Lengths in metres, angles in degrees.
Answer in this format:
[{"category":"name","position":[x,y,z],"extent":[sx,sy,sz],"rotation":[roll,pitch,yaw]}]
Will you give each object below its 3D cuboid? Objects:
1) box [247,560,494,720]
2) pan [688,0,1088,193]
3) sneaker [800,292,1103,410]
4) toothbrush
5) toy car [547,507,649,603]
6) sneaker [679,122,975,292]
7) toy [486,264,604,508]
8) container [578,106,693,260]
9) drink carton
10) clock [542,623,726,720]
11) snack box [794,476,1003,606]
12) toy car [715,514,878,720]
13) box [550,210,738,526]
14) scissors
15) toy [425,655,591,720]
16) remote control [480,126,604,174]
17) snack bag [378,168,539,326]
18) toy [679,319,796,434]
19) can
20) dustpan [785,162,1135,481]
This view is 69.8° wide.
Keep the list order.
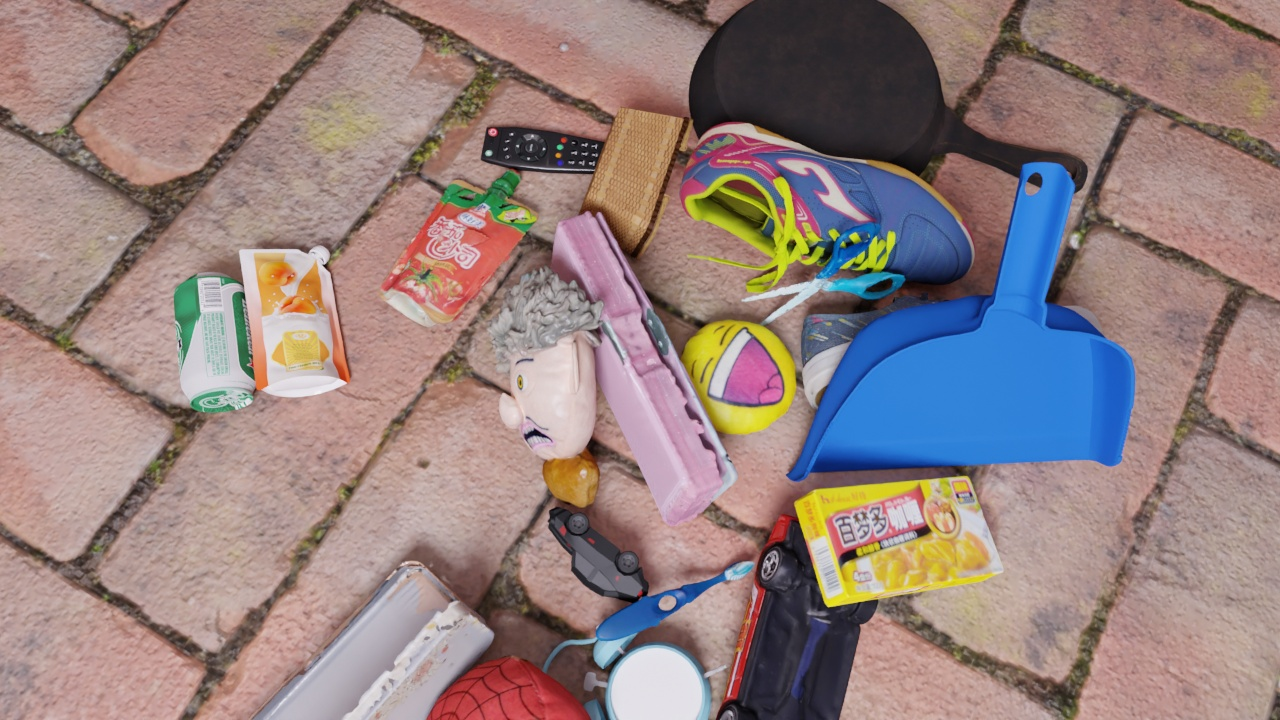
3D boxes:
[{"category":"box","position":[-0.201,0.231,0.601],"extent":[0.108,0.095,0.216],"rotation":[32,70,35]},{"category":"pan","position":[0.219,-0.218,0.800],"extent":[0.356,0.043,0.248],"rotation":[19,70,4]},{"category":"sneaker","position":[0.236,-0.021,0.710],"extent":[0.235,0.088,0.079],"rotation":[-8,59,-4]},{"category":"toothbrush","position":[0.027,0.166,0.643],"extent":[0.132,0.016,0.021],"rotation":[-17,73,-29]},{"category":"toy car","position":[-0.034,0.142,0.656],"extent":[0.092,0.042,0.036],"rotation":[36,69,10]},{"category":"sneaker","position":[0.145,-0.101,0.727],"extent":[0.242,0.116,0.090],"rotation":[21,52,0]},{"category":"toy","position":[-0.068,0.022,0.666],"extent":[0.076,0.133,0.176],"rotation":[-11,86,-21]},{"category":"container","position":[-0.006,-0.149,0.748],"extent":[0.061,0.063,0.113],"rotation":[21,70,-8]},{"category":"drink carton","position":[-0.269,-0.036,0.713],"extent":[0.069,0.039,0.122],"rotation":[-5,67,-31]},{"category":"clock","position":[-0.008,0.227,0.631],"extent":[0.123,0.042,0.087],"rotation":[10,69,7]},{"category":"snack box","position":[0.184,0.125,0.647],"extent":[0.152,0.025,0.075],"rotation":[0,63,-29]},{"category":"toy car","position":[0.104,0.204,0.626],"extent":[0.081,0.056,0.189],"rotation":[24,67,-13]},{"category":"box","position":[-0.003,0.004,0.684],"extent":[0.046,0.098,0.232],"rotation":[-21,71,-17]},{"category":"scissors","position":[0.136,-0.067,0.706],"extent":[0.134,0.103,0.015],"rotation":[-11,51,8]},{"category":"toy","position":[-0.094,0.294,0.563],"extent":[0.148,0.098,0.216],"rotation":[-5,64,41]},{"category":"remote control","position":[-0.073,-0.178,0.790],"extent":[0.125,0.010,0.039],"rotation":[7,70,0]},{"category":"snack bag","position":[-0.142,-0.098,0.747],"extent":[0.087,0.044,0.154],"rotation":[24,64,18]},{"category":"toy","position":[0.075,0.012,0.710],"extent":[0.094,0.041,0.095],"rotation":[30,68,4]},{"category":"can","position":[-0.322,-0.015,0.696],"extent":[0.053,0.053,0.101],"rotation":[-13,70,-7]},{"category":"dustpan","position":[0.234,-0.013,0.620],"extent":[0.245,0.258,0.059],"rotation":[-2,32,-3]}]
